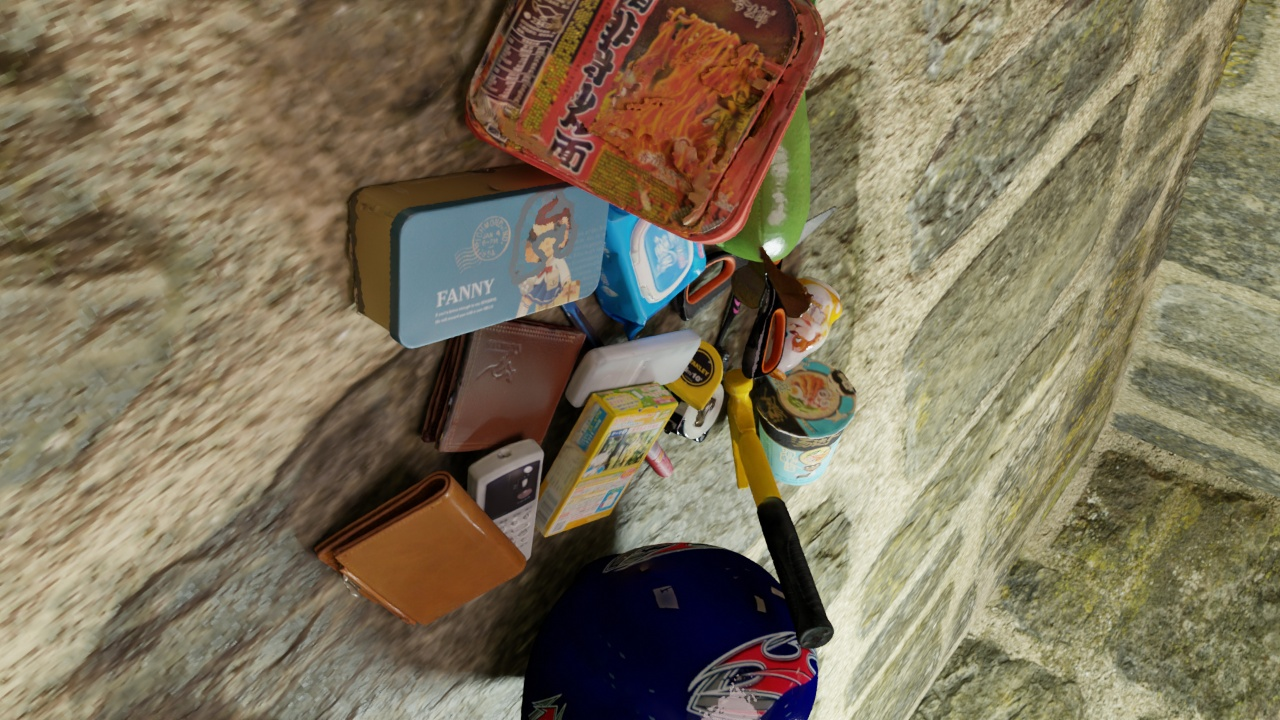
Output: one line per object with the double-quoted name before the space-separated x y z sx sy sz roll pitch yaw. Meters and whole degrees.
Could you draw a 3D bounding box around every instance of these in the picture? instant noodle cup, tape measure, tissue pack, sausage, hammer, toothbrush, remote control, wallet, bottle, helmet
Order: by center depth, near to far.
"instant noodle cup" 0.004 -0.176 0.574 0.164 0.189 0.079 -63 -177 4
"wallet" -0.154 0.142 0.661 0.108 0.031 0.132 -30 139 -2
"wallet" -0.098 0.017 0.676 0.124 0.032 0.101 7 105 -56
"tissue pack" 0.004 -0.091 0.713 0.094 0.052 0.157 -45 143 -23
"remote control" -0.107 0.122 0.713 0.058 0.021 0.150 -24 145 -31
"toothbrush" -0.039 -0.014 0.751 0.014 0.016 0.189 -44 141 -10
"remote control" -0.005 0.004 0.761 0.135 0.020 0.056 -13 144 -47
"tape measure" 0.046 0.009 0.846 0.060 0.029 0.057 38 76 -12
"sausage" 0.003 0.076 0.862 0.020 0.020 0.156 -53 146 -13
"helmet" 0.049 0.293 0.864 0.315 0.247 0.241 15 119 -47
"hammer" 0.124 0.141 0.871 0.033 0.300 0.129 -11 126 -1
"toothbrush" 0.098 -0.069 0.890 0.014 0.018 0.189 -1 113 -46
"tape measure" 0.050 0.043 0.890 0.065 0.033 0.066 20 97 -58
"bottle" 0.162 -0.032 0.958 0.108 0.063 0.063 -58 146 -8
"instant noodle cup" 0.180 0.077 1.031 0.111 0.111 0.121 -41 149 -28

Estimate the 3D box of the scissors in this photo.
"scissors" 0.111 -0.085 0.874 0.220 0.022 0.235 -18 118 -38

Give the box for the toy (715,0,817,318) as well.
"toy" 0.086 -0.156 0.700 0.227 0.090 0.247 -121 -152 -85

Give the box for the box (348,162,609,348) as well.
"box" -0.102 -0.071 0.578 0.183 0.062 0.090 -25 131 -45

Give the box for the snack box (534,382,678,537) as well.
"snack box" -0.033 0.083 0.776 0.086 0.034 0.141 -9 138 -51
